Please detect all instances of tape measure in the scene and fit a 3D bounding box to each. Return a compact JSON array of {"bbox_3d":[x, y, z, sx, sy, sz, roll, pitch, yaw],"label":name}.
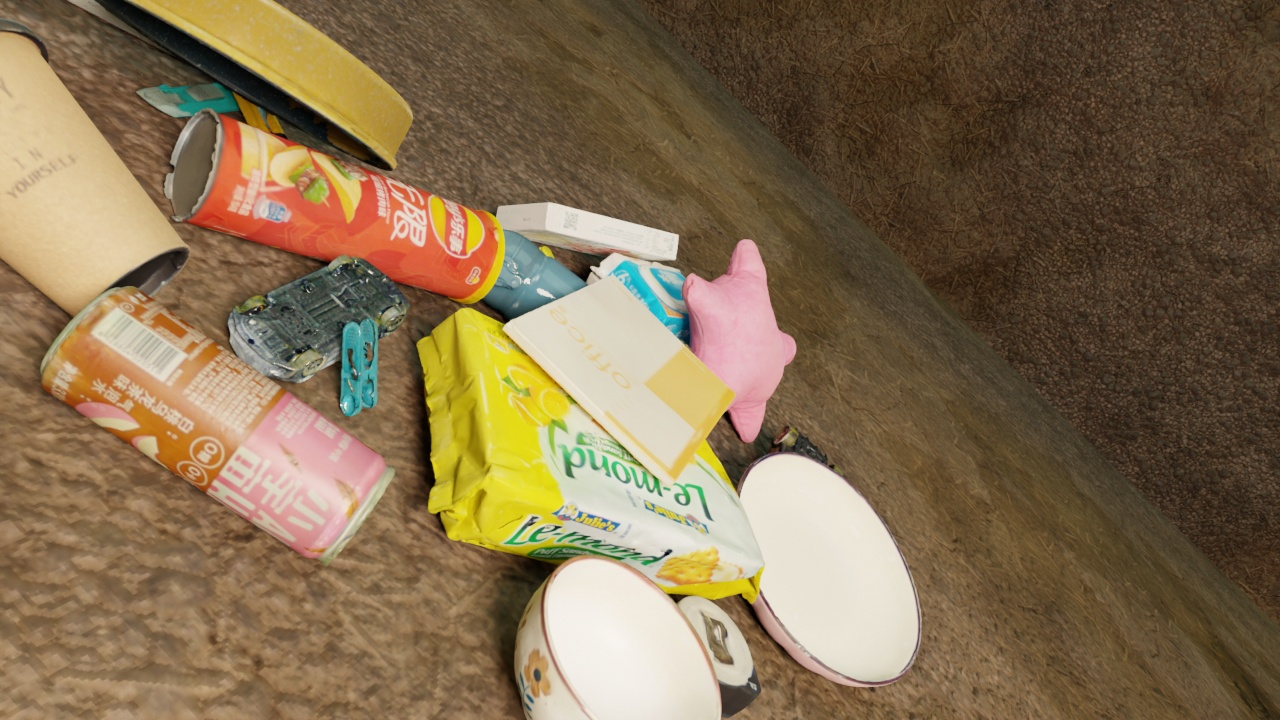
[{"bbox_3d":[0.036,0.179,0.563,0.065,0.034,0.066,29,27,-35],"label":"tape measure"}]

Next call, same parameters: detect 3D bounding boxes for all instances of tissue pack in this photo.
[{"bbox_3d":[0.014,-0.051,0.884,0.139,0.063,0.090,4,44,-57],"label":"tissue pack"}]

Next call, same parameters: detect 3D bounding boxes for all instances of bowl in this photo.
[{"bbox_3d":[-0.020,0.162,0.463,0.113,0.062,0.113,34,25,-19],"label":"bowl"}]

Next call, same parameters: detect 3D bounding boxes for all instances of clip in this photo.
[{"bbox_3d":[-0.161,0.004,0.525,0.014,0.057,0.046,10,14,20],"label":"clip"}]

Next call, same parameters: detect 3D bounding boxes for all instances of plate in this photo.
[{"bbox_3d":[0.137,0.163,0.714,0.192,0.039,0.192,26,41,-26],"label":"plate"}]

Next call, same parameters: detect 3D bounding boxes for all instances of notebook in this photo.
[{"bbox_3d":[-0.004,0.004,0.658,0.146,0.010,0.205,44,21,3],"label":"notebook"}]

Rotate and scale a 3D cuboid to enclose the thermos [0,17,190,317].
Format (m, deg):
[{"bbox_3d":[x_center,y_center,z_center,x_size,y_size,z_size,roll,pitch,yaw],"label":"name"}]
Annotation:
[{"bbox_3d":[-0.288,-0.088,0.431,0.143,0.093,0.092,49,22,-7],"label":"thermos"}]

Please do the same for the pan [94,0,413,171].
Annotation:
[{"bbox_3d":[-0.310,-0.206,0.546,0.357,0.078,0.198,29,-3,-13],"label":"pan"}]

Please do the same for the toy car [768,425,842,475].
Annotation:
[{"bbox_3d":[0.138,0.118,0.821,0.070,0.042,0.157,41,34,-7],"label":"toy car"}]

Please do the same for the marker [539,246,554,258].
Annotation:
[{"bbox_3d":[-0.068,-0.058,0.826,0.018,0.015,0.124,11,40,-47],"label":"marker"}]

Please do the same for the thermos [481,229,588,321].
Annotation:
[{"bbox_3d":[-0.041,-0.020,0.743,0.220,0.070,0.070,37,24,-15],"label":"thermos"}]

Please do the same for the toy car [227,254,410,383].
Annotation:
[{"bbox_3d":[-0.189,-0.024,0.544,0.054,0.037,0.120,45,33,2],"label":"toy car"}]

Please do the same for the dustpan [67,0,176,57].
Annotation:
[{"bbox_3d":[-0.409,-0.312,0.714,0.257,0.143,0.222,0,40,-17],"label":"dustpan"}]

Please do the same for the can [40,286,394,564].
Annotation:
[{"bbox_3d":[-0.189,0.031,0.419,0.147,0.058,0.057,38,24,-13],"label":"can"}]

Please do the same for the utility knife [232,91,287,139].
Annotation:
[{"bbox_3d":[-0.270,-0.167,0.661,0.173,0.015,0.033,58,18,18],"label":"utility knife"}]

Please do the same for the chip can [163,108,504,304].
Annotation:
[{"bbox_3d":[-0.193,-0.097,0.613,0.216,0.073,0.073,17,35,-47],"label":"chip can"}]

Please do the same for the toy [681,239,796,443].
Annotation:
[{"bbox_3d":[0.081,-0.012,0.845,0.178,0.075,0.195,-57,137,-29],"label":"toy"}]

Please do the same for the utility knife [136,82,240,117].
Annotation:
[{"bbox_3d":[-0.306,-0.197,0.677,0.029,0.013,0.160,47,22,-6],"label":"utility knife"}]

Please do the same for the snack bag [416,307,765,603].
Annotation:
[{"bbox_3d":[-0.034,0.069,0.592,0.246,0.068,0.158,25,28,-35],"label":"snack bag"}]

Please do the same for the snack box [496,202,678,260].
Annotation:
[{"bbox_3d":[-0.049,-0.119,0.860,0.156,0.027,0.085,8,-1,-41],"label":"snack box"}]
